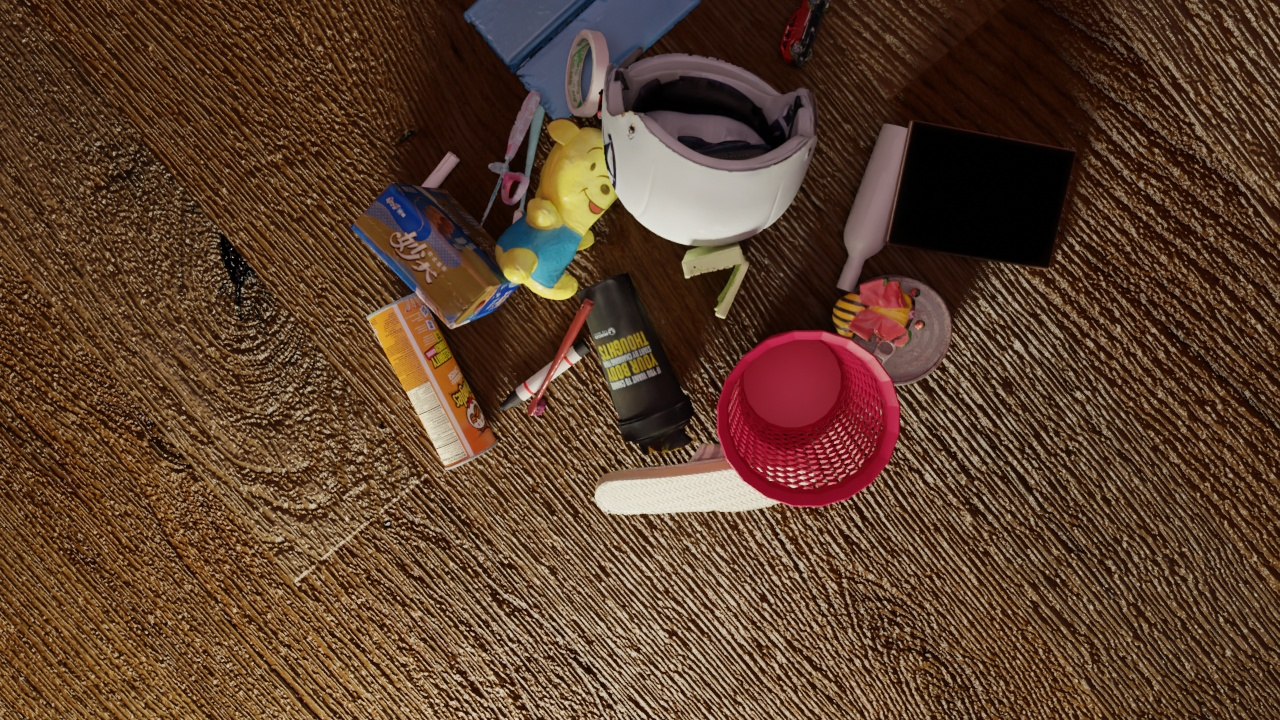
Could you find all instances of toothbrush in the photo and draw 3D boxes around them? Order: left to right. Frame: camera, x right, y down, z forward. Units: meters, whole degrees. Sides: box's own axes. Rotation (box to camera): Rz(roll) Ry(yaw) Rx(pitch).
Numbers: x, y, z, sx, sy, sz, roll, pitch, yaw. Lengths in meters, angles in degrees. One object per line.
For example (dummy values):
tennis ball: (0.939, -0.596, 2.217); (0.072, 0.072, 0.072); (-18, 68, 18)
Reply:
toothbrush: (-0.136, -0.251, 1.130); (0.016, 0.016, 0.181); (13, 99, 6)
toothbrush: (-0.098, 0.000, 1.133); (0.016, 0.016, 0.190); (6, 130, -32)

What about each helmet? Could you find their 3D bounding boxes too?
helmet: (0.066, -0.227, 1.017); (0.236, 0.263, 0.164); (3, 130, -11)

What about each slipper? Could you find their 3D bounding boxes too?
slipper: (0.079, 0.146, 1.129); (0.272, 0.115, 0.054); (-4, 56, -5)

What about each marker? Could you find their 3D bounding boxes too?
marker: (-0.274, -0.206, 1.148); (0.134, 0.020, 0.017); (-48, 71, 11)
marker: (-0.126, 0.023, 1.172); (0.146, 0.019, 0.019); (-36, 94, 10)

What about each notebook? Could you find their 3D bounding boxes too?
notebook: (0.395, -0.189, 1.065); (0.209, 0.008, 0.141); (7, 100, -11)

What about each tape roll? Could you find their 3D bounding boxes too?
tape roll: (-0.061, -0.326, 1.045); (0.018, 0.094, 0.094); (-1, 101, -25)

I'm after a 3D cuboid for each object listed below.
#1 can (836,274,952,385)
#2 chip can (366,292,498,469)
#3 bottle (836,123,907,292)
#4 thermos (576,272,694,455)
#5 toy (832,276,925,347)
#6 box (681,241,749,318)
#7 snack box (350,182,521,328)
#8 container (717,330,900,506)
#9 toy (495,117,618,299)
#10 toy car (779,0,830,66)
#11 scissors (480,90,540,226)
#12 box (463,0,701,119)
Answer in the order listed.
can: (0.305, -0.037, 1.108); (0.130, 0.044, 0.130); (1, 100, 5)
chip can: (-0.261, 0.026, 1.157); (0.075, 0.075, 0.215); (-25, 96, 9)
bottle: (0.276, -0.176, 1.084); (0.052, 0.052, 0.195); (19, 101, 2)
thermos: (-0.007, 0.007, 1.126); (0.098, 0.098, 0.221); (-22, 93, 8)
toy: (0.276, -0.055, 1.064); (0.103, 0.046, 0.084); (-8, 112, 11)
box: (0.093, -0.106, 1.046); (0.077, 0.187, 0.090); (-35, 93, 10)
snack box: (-0.224, -0.124, 1.064); (0.069, 0.202, 0.155); (-43, 93, 9)
container: (0.179, 0.043, 1.041); (0.183, 0.225, 0.183); (1, 99, 5)
toy: (-0.090, -0.179, 1.072); (0.084, 0.149, 0.214); (26, 89, 24)
toy car: (0.191, -0.388, 1.062); (0.036, 0.042, 0.091); (29, 106, 19)
scissors: (-0.148, -0.233, 1.066); (0.013, 0.170, 0.172); (20, 97, -25)
box: (-0.068, -0.418, 1.078); (0.232, 0.047, 0.177); (-41, 95, 7)
